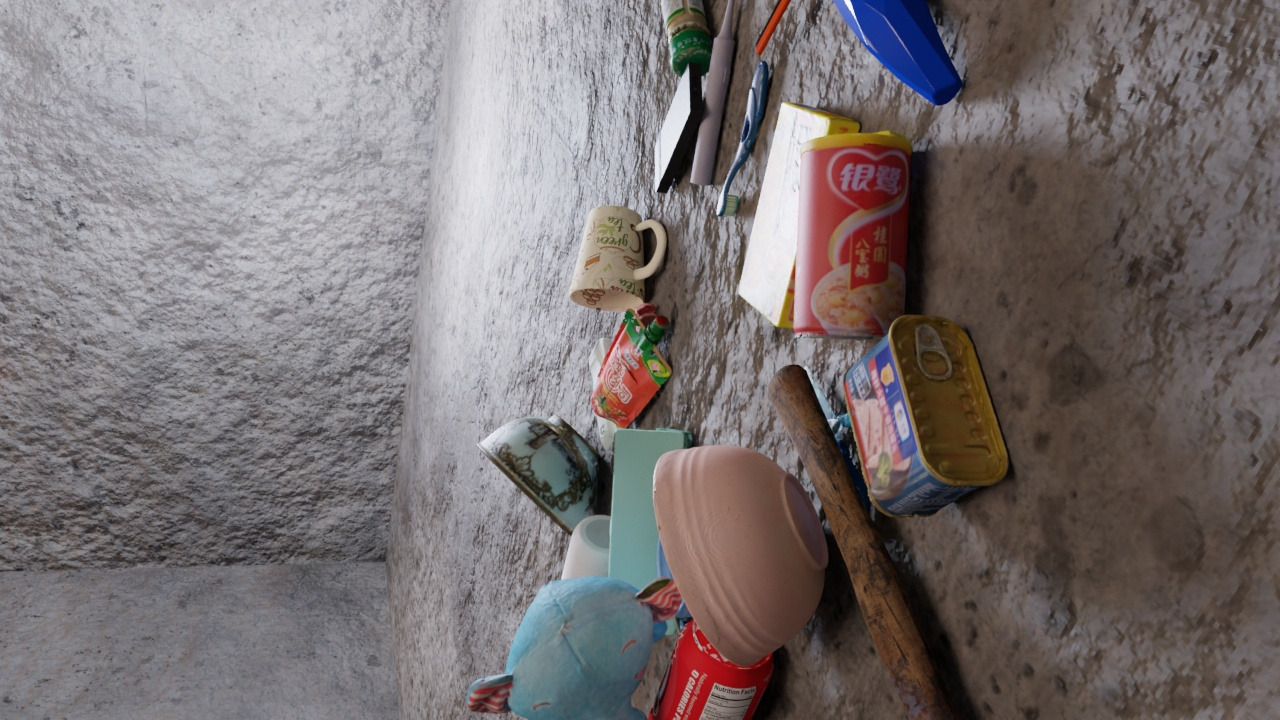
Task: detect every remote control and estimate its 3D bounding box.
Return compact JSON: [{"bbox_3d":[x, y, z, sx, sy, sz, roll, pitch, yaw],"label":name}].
[{"bbox_3d":[0.035,-0.219,0.879,0.134,0.013,0.058,121,151,-65],"label":"remote control"},{"bbox_3d":[-0.041,0.038,1.062,0.050,0.022,0.133,120,146,-51],"label":"remote control"}]

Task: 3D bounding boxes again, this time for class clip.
[{"bbox_3d":[0.002,-0.033,0.964,0.060,0.023,0.043,148,119,-67],"label":"clip"}]

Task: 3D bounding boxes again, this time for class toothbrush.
[{"bbox_3d":[0.088,-0.183,0.767,0.021,0.016,0.132,-124,44,-57],"label":"toothbrush"},{"bbox_3d":[0.069,-0.251,0.816,0.019,0.018,0.188,-133,49,-65],"label":"toothbrush"}]

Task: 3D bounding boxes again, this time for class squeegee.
[{"bbox_3d":[0.146,-0.230,0.564,0.250,0.055,0.184,-58,46,52],"label":"squeegee"}]

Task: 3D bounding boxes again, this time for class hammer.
[{"bbox_3d":[0.144,0.132,0.531,0.120,0.033,0.329,-60,36,43],"label":"hammer"}]

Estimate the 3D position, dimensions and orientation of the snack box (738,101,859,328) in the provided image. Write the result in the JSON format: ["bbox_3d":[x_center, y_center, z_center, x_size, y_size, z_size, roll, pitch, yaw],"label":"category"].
[{"bbox_3d":[0.112,-0.107,0.672,0.075,0.025,0.152,-127,44,-59],"label":"snack box"}]

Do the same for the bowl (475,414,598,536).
[{"bbox_3d":[-0.107,0.122,1.098,0.094,0.160,0.160,-47,20,-9],"label":"bowl"}]

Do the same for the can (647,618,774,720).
[{"bbox_3d":[0.052,0.261,0.713,0.074,0.074,0.143,-115,35,-52],"label":"can"}]

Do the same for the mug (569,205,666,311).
[{"bbox_3d":[-0.018,-0.113,0.975,0.122,0.081,0.097,-10,69,48],"label":"mug"}]

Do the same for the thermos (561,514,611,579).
[{"bbox_3d":[-0.055,0.286,1.015,0.101,0.068,0.230,51,136,43],"label":"thermos"}]

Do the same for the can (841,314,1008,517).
[{"bbox_3d":[0.154,0.032,0.507,0.059,0.054,0.099,124,144,-57],"label":"can"}]

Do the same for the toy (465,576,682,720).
[{"bbox_3d":[-0.037,0.249,0.723,0.115,0.183,0.181,51,166,40],"label":"toy"}]

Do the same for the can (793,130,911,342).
[{"bbox_3d":[0.130,-0.073,0.564,0.067,0.066,0.124,-179,92,-69],"label":"can"}]

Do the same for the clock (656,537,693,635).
[{"bbox_3d":[0.047,0.184,0.772,0.088,0.051,0.125,-125,39,-58],"label":"clock"}]

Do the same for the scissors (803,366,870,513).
[{"bbox_3d":[0.131,0.056,0.617,0.130,0.014,0.117,174,97,-69],"label":"scissors"}]

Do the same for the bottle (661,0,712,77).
[{"bbox_3d":[0.042,-0.319,0.865,0.043,0.042,0.109,125,143,-55],"label":"bottle"}]

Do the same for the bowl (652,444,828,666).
[{"bbox_3d":[0.078,0.119,0.616,0.076,0.153,0.152,-26,53,19],"label":"bowl"}]

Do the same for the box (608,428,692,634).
[{"bbox_3d":[0.011,0.157,0.874,0.091,0.077,0.188,44,-132,-86],"label":"box"}]

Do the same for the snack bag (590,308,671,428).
[{"bbox_3d":[-0.006,0.006,0.957,0.087,0.044,0.156,60,142,23],"label":"snack bag"}]
